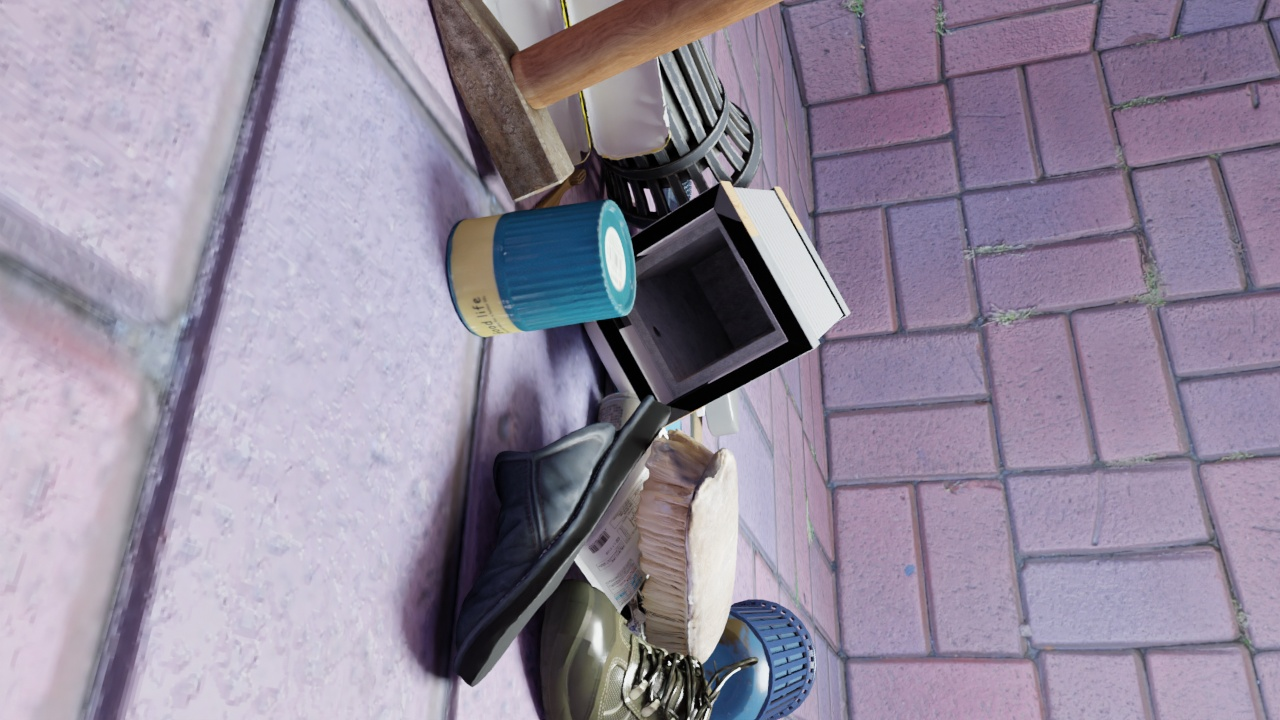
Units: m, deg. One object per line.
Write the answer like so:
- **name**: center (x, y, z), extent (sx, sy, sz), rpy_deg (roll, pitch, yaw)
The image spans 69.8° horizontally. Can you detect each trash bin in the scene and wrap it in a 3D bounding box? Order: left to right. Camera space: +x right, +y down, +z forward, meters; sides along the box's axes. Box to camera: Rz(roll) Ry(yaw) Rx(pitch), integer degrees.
- **trash bin**: center (0.002, -0.251, 0.835), extent (0.227, 0.164, 0.164), rpy_deg (53, 34, -54)
- **trash bin**: center (0.076, -0.057, 0.818), extent (0.142, 0.143, 0.246), rpy_deg (61, 21, 1)
- **trash bin**: center (0.100, 0.328, 0.984), extent (0.249, 0.139, 0.139), rpy_deg (36, 49, -66)

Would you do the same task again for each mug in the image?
- **mug**: center (-0.060, -0.059, 0.635), extent (0.113, 0.107, 0.083), rpy_deg (42, 42, -66)

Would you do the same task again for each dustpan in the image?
- **dustpan**: center (0.082, 0.010, 1.033), extent (0.257, 0.033, 0.163), rpy_deg (-73, 153, -72)

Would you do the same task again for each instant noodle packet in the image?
- **instant noodle packet**: center (0.000, 0.130, 0.742), extent (0.134, 0.026, 0.087), rpy_deg (-52, 131, -30)

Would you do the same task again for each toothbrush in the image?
- **toothbrush**: center (-0.074, -0.134, 0.777), extent (0.166, 0.016, 0.016), rpy_deg (-67, 149, -58)

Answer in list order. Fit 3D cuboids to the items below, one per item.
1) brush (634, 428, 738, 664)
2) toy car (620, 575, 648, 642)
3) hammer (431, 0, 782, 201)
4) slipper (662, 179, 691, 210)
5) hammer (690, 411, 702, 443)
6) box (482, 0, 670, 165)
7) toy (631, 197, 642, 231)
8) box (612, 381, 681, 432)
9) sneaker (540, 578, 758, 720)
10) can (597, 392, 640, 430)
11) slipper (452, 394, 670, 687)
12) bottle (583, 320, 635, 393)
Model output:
- **brush**: center (0.039, 0.158, 0.725), extent (0.083, 0.057, 0.272), rpy_deg (-56, 155, -35)
- **toy car**: center (0.005, 0.251, 0.854), extent (0.048, 0.041, 0.113), rpy_deg (-47, 129, -68)
- **hammer**: center (0.012, -0.231, 0.599), extent (0.158, 0.301, 0.037), rpy_deg (64, 22, -19)
- **slipper**: center (0.070, -0.163, 1.165), extent (0.101, 0.083, 0.263), rpy_deg (23, 62, -69)
- **hammer**: center (0.067, 0.042, 1.042), extent (0.119, 0.031, 0.330), rpy_deg (52, 38, -61)
- **box**: center (-0.054, -0.254, 0.697), extent (0.034, 0.129, 0.210), rpy_deg (-82, 162, -74)
- **toy**: center (0.021, -0.129, 1.018), extent (0.076, 0.037, 0.125), rpy_deg (40, 27, -74)
- **box**: center (0.003, 0.028, 0.959), extent (0.174, 0.033, 0.231), rpy_deg (4, 80, -71)
- **sneaker**: center (0.015, 0.260, 0.701), extent (0.100, 0.143, 0.238), rpy_deg (-78, 155, -47)
- **can**: center (-0.016, 0.099, 0.815), extent (0.054, 0.054, 0.135), rpy_deg (63, 26, -51)
- **slipper**: center (-0.068, 0.097, 0.619), extent (0.109, 0.083, 0.264), rpy_deg (-58, 177, 40)
- **bottle**: center (-0.005, 0.005, 0.860), extent (0.146, 0.051, 0.051), rpy_deg (63, 24, -27)
